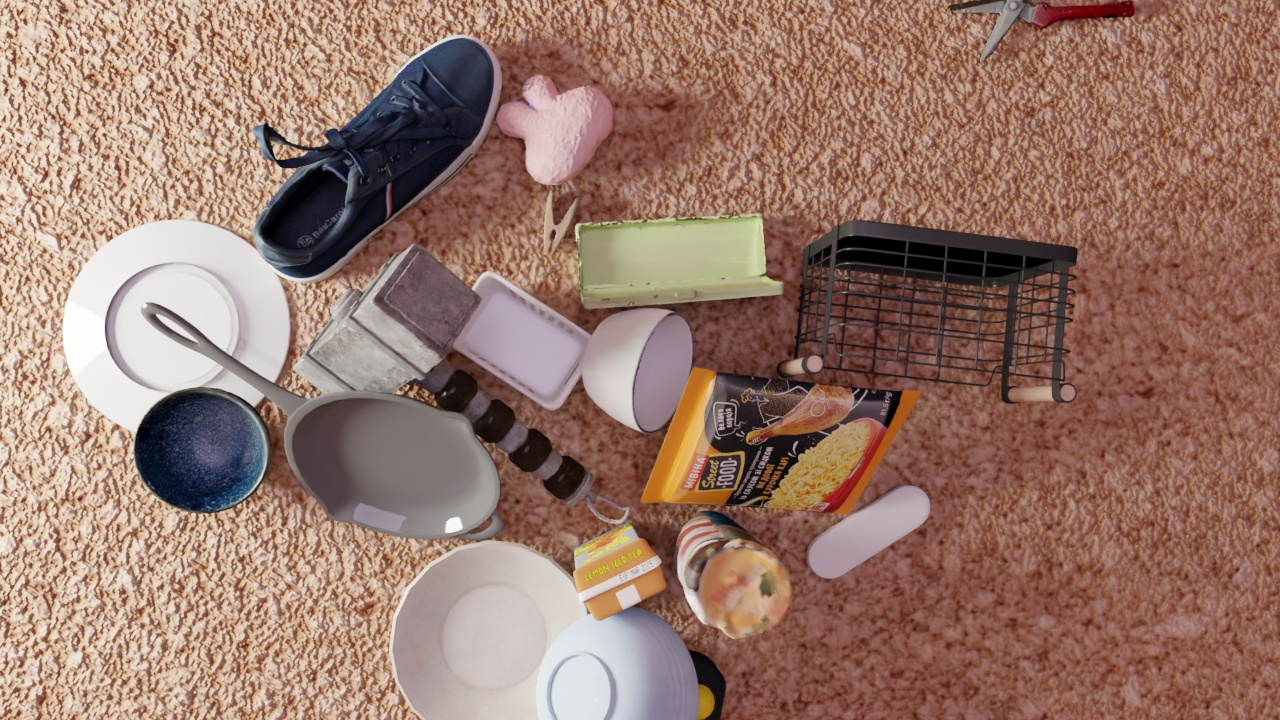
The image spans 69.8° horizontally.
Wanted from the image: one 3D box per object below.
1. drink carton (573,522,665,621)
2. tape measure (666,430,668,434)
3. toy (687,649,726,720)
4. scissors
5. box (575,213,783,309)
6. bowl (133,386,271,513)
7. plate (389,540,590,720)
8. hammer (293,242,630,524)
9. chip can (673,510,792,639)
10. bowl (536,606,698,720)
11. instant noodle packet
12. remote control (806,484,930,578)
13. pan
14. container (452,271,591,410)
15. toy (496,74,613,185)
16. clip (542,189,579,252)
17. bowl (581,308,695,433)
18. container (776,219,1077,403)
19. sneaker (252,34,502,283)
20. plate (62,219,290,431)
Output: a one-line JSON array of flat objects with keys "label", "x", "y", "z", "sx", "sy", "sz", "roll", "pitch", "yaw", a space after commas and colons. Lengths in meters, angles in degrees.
[{"label": "drink carton", "x": -0.022, "y": 0.188, "z": 0.830, "sx": 0.076, "sy": 0.125, "sz": 0.048, "roll": -25, "pitch": 89, "yaw": -5}, {"label": "tape measure", "x": 0.064, "y": 0.073, "z": 0.874, "sx": 0.067, "sy": 0.063, "sz": 0.038, "roll": -21, "pitch": 89, "yaw": -6}, {"label": "toy", "x": 0.018, "y": 0.310, "z": 0.845, "sx": 0.119, "sy": 0.099, "sz": 0.097, "roll": 4, "pitch": 107, "yaw": 18}, {"label": "scissors", "x": 0.413, "y": -0.394, "z": 0.946, "sx": 0.199, "sy": 0.015, "sz": 0.179, "roll": 1, "pitch": 88, "yaw": -3}, {"label": "box", "x": 0.033, "y": -0.086, "z": 0.882, "sx": 0.188, "sy": 0.064, "sz": 0.130, "roll": -6, "pitch": 45, "yaw": -6}, {"label": "bowl", "x": -0.392, "y": 0.076, "z": 0.837, "sx": 0.114, "sy": 0.061, "sz": 0.114, "roll": -2, "pitch": 99, "yaw": -11}, {"label": "plate", "x": -0.138, "y": 0.264, "z": 0.867, "sx": 0.188, "sy": 0.027, "sz": 0.188, "roll": 0, "pitch": 87, "yaw": -4}, {"label": "hammer", "x": -0.141, "y": 0.050, "z": 0.834, "sx": 0.326, "sy": 0.177, "sz": 0.079, "roll": 42, "pitch": 49, "yaw": -20}, {"label": "chip can", "x": 0.069, "y": 0.175, "z": 0.786, "sx": 0.080, "sy": 0.229, "sz": 0.080, "roll": 0, "pitch": 86, "yaw": -2}, {"label": "bowl", "x": -0.033, "y": 0.285, "z": 0.783, "sx": 0.151, "sy": 0.074, "sz": 0.150, "roll": -11, "pitch": 69, "yaw": 29}, {"label": "instant noodle packet", "x": 0.125, "y": 0.080, "z": 0.832, "sx": 0.220, "sy": 0.032, "sz": 0.160, "roll": 6, "pitch": 127, "yaw": -18}, {"label": "remote control", "x": 0.225, "y": 0.169, "z": 0.906, "sx": 0.136, "sy": 0.013, "sz": 0.043, "roll": -31, "pitch": 90, "yaw": -5}, {"label": "pan", "x": -0.262, "y": 0.055, "z": 0.794, "sx": 0.354, "sy": 0.024, "sz": 0.217, "roll": 39, "pitch": 126, "yaw": -24}, {"label": "container", "x": -0.112, "y": -0.017, "z": 0.871, "sx": 0.129, "sy": 0.049, "sz": 0.080, "roll": 33, "pitch": 85, "yaw": -2}, {"label": "toy", "x": -0.084, "y": -0.228, "z": 0.886, "sx": 0.105, "sy": 0.053, "sz": 0.108, "roll": 38, "pitch": 85, "yaw": 9}, {"label": "clip", "x": -0.074, "y": -0.135, "z": 0.895, "sx": 0.041, "sy": 0.024, "sz": 0.061, "roll": 4, "pitch": 97, "yaw": -2}, {"label": "bowl", "x": -0.005, "y": 0.005, "z": 0.852, "sx": 0.066, "sy": 0.116, "sz": 0.116, "roll": 15, "pitch": 85, "yaw": 27}, {"label": "container", "x": 0.261, "y": -0.038, "z": 0.843, "sx": 0.241, "sy": 0.163, "sz": 0.130, "roll": 6, "pitch": 87, "yaw": -4}, {"label": "sneaker", "x": -0.244, "y": -0.197, "z": 0.835, "sx": 0.120, "sy": 0.127, "sz": 0.294, "roll": 43, "pitch": 83, "yaw": -2}, {"label": "plate", "x": -0.439, "y": -0.030, "z": 0.865, "sx": 0.208, "sy": 0.015, "sz": 0.208, "roll": 0, "pitch": 87, "yaw": -4}]
